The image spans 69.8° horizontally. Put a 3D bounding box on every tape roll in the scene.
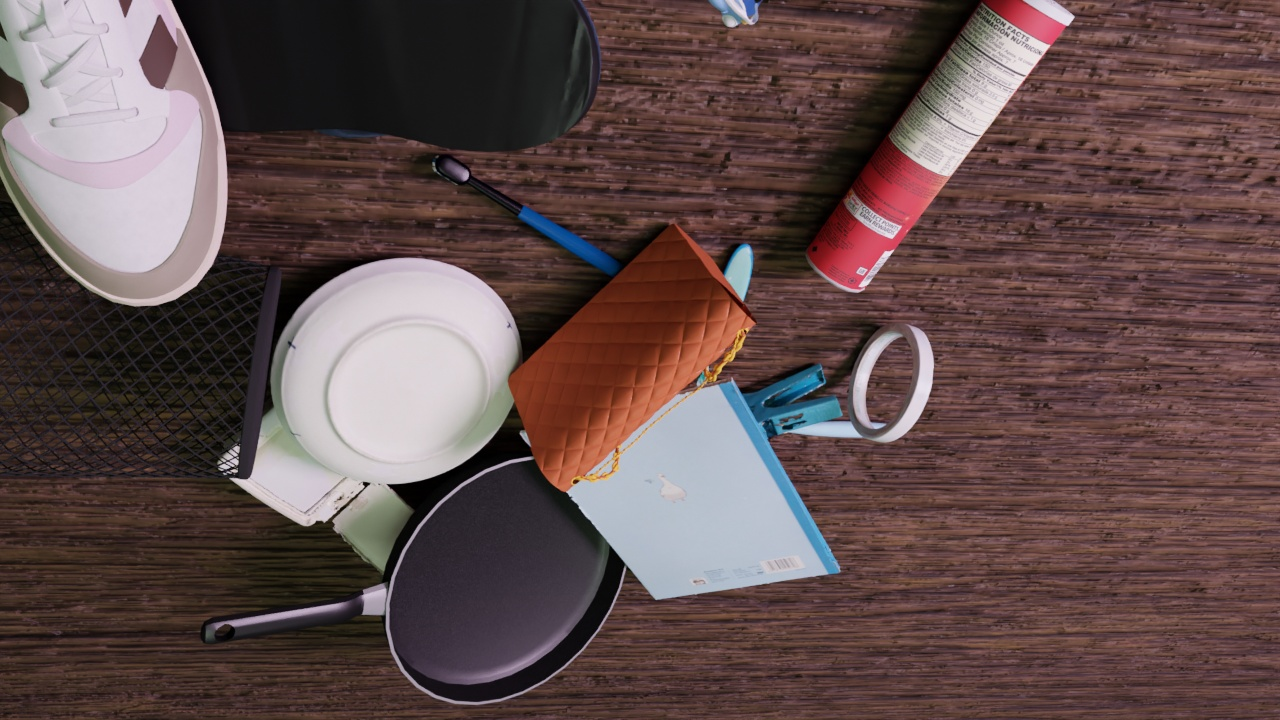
[{"bbox_3d":[0.191,0.017,0.706,0.013,0.093,0.093,15,126,-17],"label":"tape roll"}]

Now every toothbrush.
[{"bbox_3d":[-0.069,-0.095,0.636,0.167,0.014,0.014,29,87,-30],"label":"toothbrush"},{"bbox_3d":[0.061,-0.030,0.703,0.022,0.017,0.135,9,128,-9],"label":"toothbrush"},{"bbox_3d":[0.143,0.059,0.786,0.155,0.016,0.022,0,122,-6],"label":"toothbrush"}]

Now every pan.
[{"bbox_3d":[-0.163,0.183,0.740,0.355,0.034,0.225,0,106,-36],"label":"pan"}]

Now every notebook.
[{"bbox_3d":[0.040,0.119,0.757,0.181,0.009,0.253,-14,131,23],"label":"notebook"}]

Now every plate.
[{"bbox_3d":[-0.169,0.017,0.664,0.182,0.034,0.182,-11,119,-21],"label":"plate"}]

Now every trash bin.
[{"bbox_3d":[-0.350,-0.007,0.583,0.210,0.183,0.185,8,128,-20],"label":"trash bin"}]

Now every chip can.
[{"bbox_3d":[0.187,-0.141,0.603,0.051,0.051,0.215,18,125,-20],"label":"chip can"}]

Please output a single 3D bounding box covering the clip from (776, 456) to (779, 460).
[{"bbox_3d":[0.115,0.137,0.826,0.052,0.059,0.102,-11,133,-22],"label":"clip"}]

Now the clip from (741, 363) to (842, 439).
[{"bbox_3d":[0.096,0.057,0.727,0.130,0.119,0.030,-9,130,18],"label":"clip"}]

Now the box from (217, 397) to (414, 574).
[{"bbox_3d":[-0.218,0.087,0.728,0.144,0.044,0.184,-41,117,14],"label":"box"}]

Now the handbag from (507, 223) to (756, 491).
[{"bbox_3d":[-0.004,0.003,0.642,0.172,0.108,0.060,-42,128,12],"label":"handbag"}]

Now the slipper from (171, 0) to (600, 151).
[{"bbox_3d":[-0.140,-0.180,0.521,0.266,0.083,0.109,4,115,19],"label":"slipper"}]

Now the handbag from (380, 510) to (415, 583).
[{"bbox_3d":[-0.163,0.186,0.825,0.106,0.067,0.122,-38,124,21],"label":"handbag"}]

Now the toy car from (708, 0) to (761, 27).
[{"bbox_3d":[0.057,-0.238,0.461,0.055,0.153,0.056,4,152,41],"label":"toy car"}]

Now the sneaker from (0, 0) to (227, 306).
[{"bbox_3d":[-0.274,-0.159,0.443,0.111,0.116,0.294,-16,113,-23],"label":"sneaker"}]
